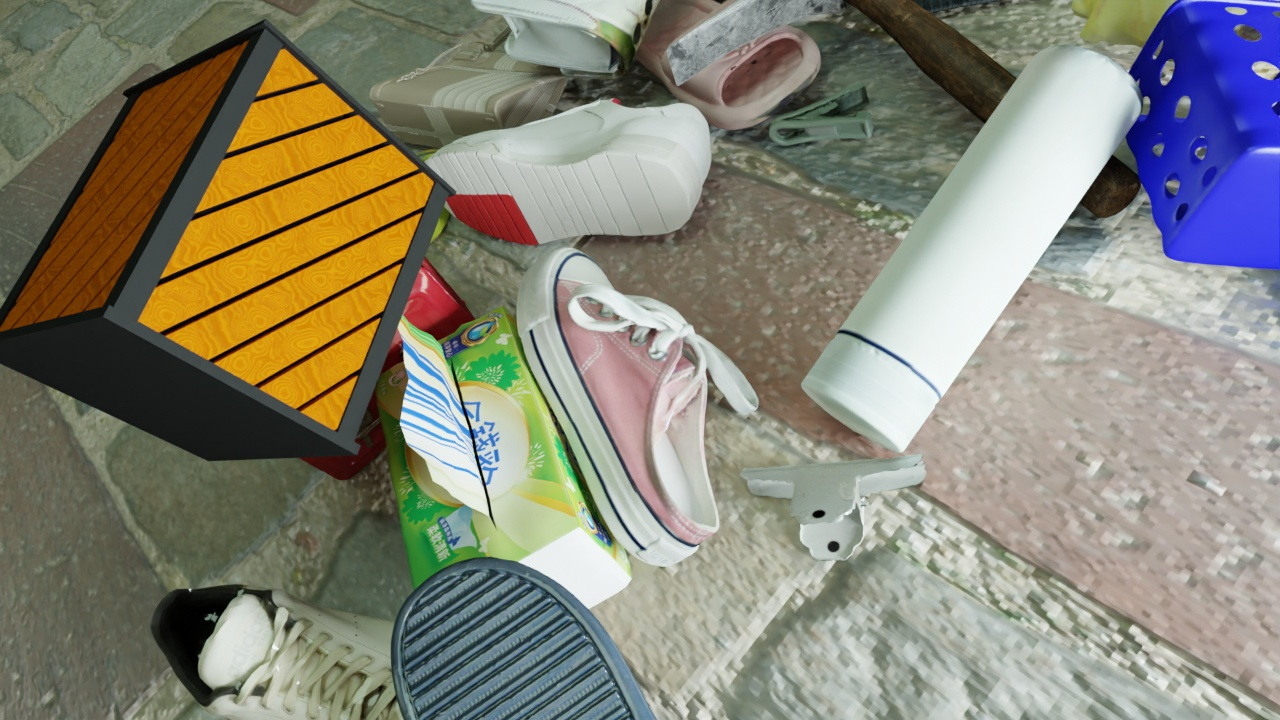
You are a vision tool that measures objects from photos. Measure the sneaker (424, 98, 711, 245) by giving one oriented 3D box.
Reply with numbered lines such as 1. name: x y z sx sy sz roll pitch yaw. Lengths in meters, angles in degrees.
1. sneaker: -0.053 -0.159 0.717 0.237 0.090 0.104 3 48 31

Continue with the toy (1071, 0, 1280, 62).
1. toy: 0.335 -0.243 0.541 0.155 0.064 0.170 -30 39 38

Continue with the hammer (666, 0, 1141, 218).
1. hammer: 0.176 -0.177 0.605 0.217 0.037 0.300 -31 56 -2

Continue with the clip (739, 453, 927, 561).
1. clip: 0.099 0.073 0.491 0.102 0.044 0.054 -9 40 23

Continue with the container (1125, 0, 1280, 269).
1. container: 0.312 -0.116 0.476 0.084 0.085 0.113 4 56 -1

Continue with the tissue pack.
1. tissue pack: -0.101 0.051 0.539 0.120 0.141 0.197 -34 47 0

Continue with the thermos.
1. thermos: 0.178 -0.059 0.498 0.068 0.068 0.230 33 86 41

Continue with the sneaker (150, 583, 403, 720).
1. sneaker: -0.185 0.173 0.518 0.242 0.102 0.088 7 59 31

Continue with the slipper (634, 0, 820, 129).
1. slipper: 0.061 -0.256 0.746 0.106 0.056 0.221 -37 47 -5

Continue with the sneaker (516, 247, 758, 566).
1. sneaker: -0.003 0.003 0.554 0.088 0.118 0.240 -42 49 21

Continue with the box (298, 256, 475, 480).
1. box: -0.207 -0.016 0.658 0.157 0.137 0.127 -41 54 -6

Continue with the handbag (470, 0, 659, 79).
1. handbag: -0.036 -0.345 0.775 0.142 0.096 0.198 19 78 21

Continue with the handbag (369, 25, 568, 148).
1. handbag: -0.126 -0.279 0.874 0.176 0.062 0.197 18 57 36

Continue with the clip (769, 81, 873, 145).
1. clip: 0.130 -0.174 0.670 0.076 0.023 0.061 -10 51 18

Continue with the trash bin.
1. trash bin: -0.222 -0.053 0.502 0.140 0.139 0.171 -6 58 35

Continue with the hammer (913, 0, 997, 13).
1. hammer: 0.333 -0.283 0.640 0.319 0.032 0.130 -2 56 27

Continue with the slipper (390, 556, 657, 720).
1. slipper: -0.018 0.206 0.430 0.101 0.082 0.263 -38 67 -2

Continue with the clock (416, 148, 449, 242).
1. clock: -0.207 -0.145 0.801 0.083 0.057 0.118 0 57 29
